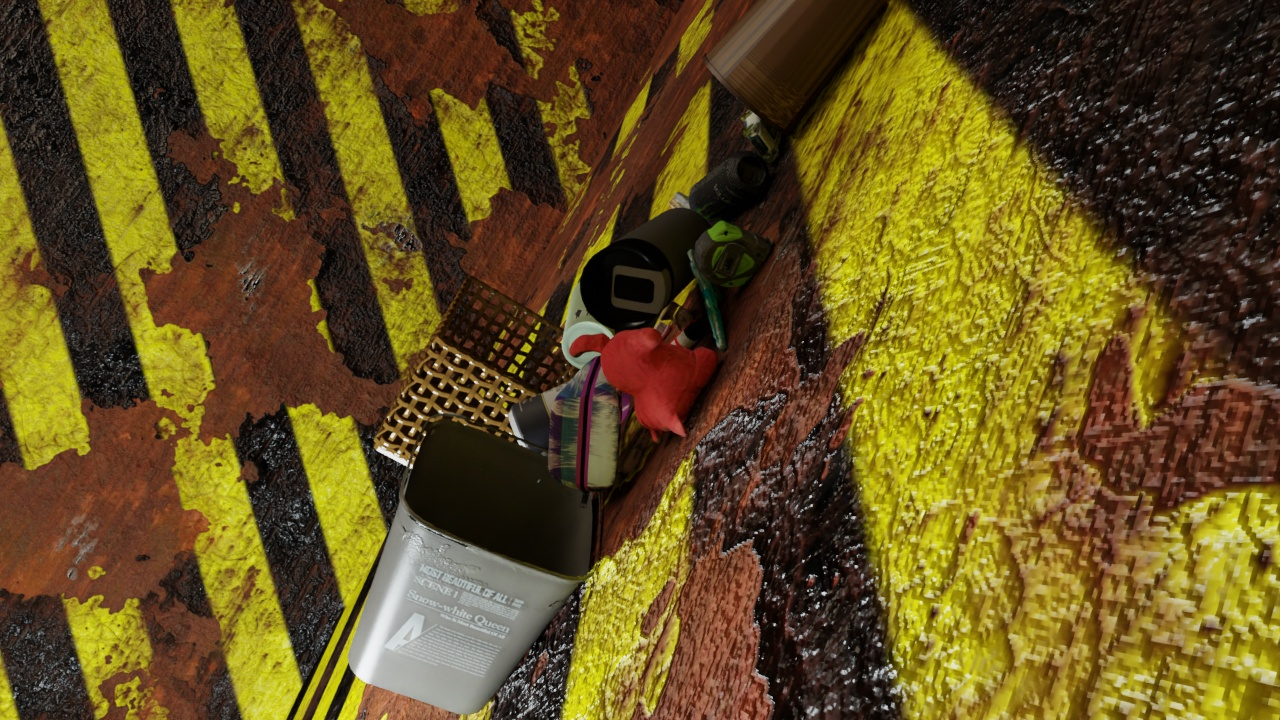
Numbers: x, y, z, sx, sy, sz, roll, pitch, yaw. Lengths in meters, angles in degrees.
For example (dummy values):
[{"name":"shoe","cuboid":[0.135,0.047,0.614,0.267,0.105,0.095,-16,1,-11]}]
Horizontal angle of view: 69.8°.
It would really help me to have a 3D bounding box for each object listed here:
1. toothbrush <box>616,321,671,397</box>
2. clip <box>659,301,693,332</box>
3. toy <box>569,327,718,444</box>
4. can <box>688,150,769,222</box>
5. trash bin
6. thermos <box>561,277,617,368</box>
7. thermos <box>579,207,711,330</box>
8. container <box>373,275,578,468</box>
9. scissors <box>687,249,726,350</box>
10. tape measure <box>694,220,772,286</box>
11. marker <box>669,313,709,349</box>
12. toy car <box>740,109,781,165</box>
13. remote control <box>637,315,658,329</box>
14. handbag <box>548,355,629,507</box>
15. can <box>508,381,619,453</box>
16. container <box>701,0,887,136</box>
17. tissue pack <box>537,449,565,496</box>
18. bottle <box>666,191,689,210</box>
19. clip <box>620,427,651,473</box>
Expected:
[{"name":"toothbrush","cuboid":[-0.006,0.006,1.093,0.135,0.016,0.021,-53,14,24]},{"name":"clip","cuboid":[0.036,-0.053,1.020,0.024,0.039,0.060,-55,19,11]},{"name":"toy","cuboid":[-0.004,0.017,0.839,0.088,0.133,0.094,132,156,-77]},{"name":"can","cuboid":[0.100,-0.200,1.064,0.054,0.054,0.138,-63,13,-13]},{"name":"trash bin","cuboid":[-0.175,0.211,0.923,0.220,0.197,0.197,-61,13,23]},{"name":"thermos","cuboid":[-0.069,-0.066,1.361,0.082,0.082,0.231,-54,14,21]},{"name":"thermos","cuboid":[0.015,-0.101,0.959,0.082,0.082,0.239,-54,-2,24]},{"name":"container","cuboid":[-0.247,0.048,1.443,0.215,0.219,0.251,-54,14,22]},{"name":"scissors","cuboid":[0.069,-0.056,0.897,0.015,0.066,0.134,-28,39,14]},{"name":"tape measure","cuboid":[0.086,-0.100,0.884,0.059,0.065,0.035,-63,25,26]},{"name":"marker","cuboid":[0.034,-0.008,0.967,0.146,0.019,0.019,-48,17,41]},{"name":"toy car","cuboid":[0.143,-0.263,1.063,0.033,0.048,0.105,-32,23,22]},{"name":"remote control","cuboid":[0.030,-0.093,1.174,0.136,0.015,0.032,-63,14,-14]},{"name":"handbag","cuboid":[-0.041,0.060,0.952,0.169,0.068,0.145,-55,-29,-73]},{"name":"can","cuboid":[-0.087,0.061,1.077,0.127,0.064,0.064,-23,14,-3]},{"name":"container","cuboid":[0.171,-0.353,0.998,0.168,0.132,0.132,-47,17,23]},{"name":"tissue pack","cuboid":[-0.150,0.197,1.092,0.182,0.070,0.112,-56,12,18]},{"name":"bottle","cuboid":[0.015,-0.144,1.257,0.186,0.053,0.053,-55,14,17]},{"name":"clip","cuboid":[-0.006,0.089,0.924,0.052,0.014,0.041,-58,13,-3]}]
